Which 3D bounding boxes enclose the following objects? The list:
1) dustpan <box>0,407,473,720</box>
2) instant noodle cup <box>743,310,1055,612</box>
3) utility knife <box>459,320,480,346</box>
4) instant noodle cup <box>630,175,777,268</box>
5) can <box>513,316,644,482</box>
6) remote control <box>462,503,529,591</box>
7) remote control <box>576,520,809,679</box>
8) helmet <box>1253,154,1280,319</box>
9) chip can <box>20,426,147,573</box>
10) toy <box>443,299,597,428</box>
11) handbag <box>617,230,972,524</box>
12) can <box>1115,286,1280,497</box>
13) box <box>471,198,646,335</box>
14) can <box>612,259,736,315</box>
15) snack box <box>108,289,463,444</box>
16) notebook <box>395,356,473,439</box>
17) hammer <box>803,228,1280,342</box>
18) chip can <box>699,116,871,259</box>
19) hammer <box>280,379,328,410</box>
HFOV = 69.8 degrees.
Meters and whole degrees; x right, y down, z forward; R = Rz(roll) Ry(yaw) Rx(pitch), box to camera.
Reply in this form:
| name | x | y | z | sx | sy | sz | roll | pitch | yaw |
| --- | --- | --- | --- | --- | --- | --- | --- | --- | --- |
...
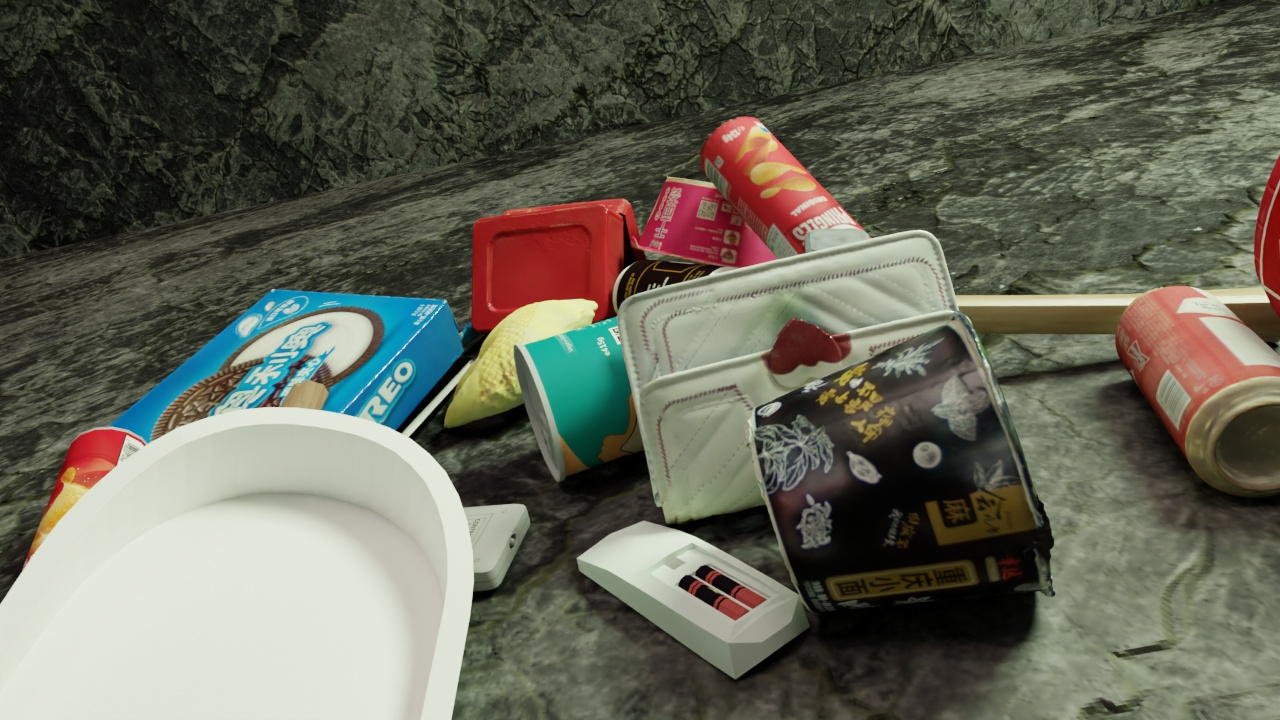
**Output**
| name | x | y | z | sx | sy | sz | roll | pitch | yaw |
| --- | --- | --- | --- | --- | --- | --- | --- | --- | --- |
| dustpan | -0.174 | 0.112 | 0.413 | 0.191 | 0.053 | 0.257 | 10 | 27 | -8 |
| instant noodle cup | 0.120 | 0.058 | 0.441 | 0.112 | 0.137 | 0.137 | -19 | 19 | 13 |
| utility knife | -0.172 | -0.036 | 0.966 | 0.015 | 0.031 | 0.224 | 26 | 25 | 7 |
| instant noodle cup | 0.086 | -0.134 | 0.920 | 0.178 | 0.078 | 0.178 | 11 | 8 | -2 |
| can | -0.006 | 0.016 | 0.649 | 0.143 | 0.099 | 0.099 | -18 | 21 | -14 |
| remote control | -0.149 | 0.121 | 0.571 | 0.151 | 0.019 | 0.074 | -6 | 21 | 13 |
| remote control | 0.023 | 0.115 | 0.480 | 0.049 | 0.024 | 0.143 | -24 | 24 | -29 |
| helmet | 0.442 | -0.064 | 0.460 | 0.270 | 0.198 | 0.225 | -26 | 32 | -32 |
| chip can | -0.325 | 0.125 | 0.524 | 0.052 | 0.052 | 0.214 | -14 | 39 | -6 |
| toy | -0.103 | -0.006 | 0.790 | 0.155 | 0.064 | 0.170 | -35 | 15 | 14 |
| handbag | 0.093 | 0.013 | 0.550 | 0.198 | 0.142 | 0.096 | -14 | -9 | -2 |
| can | 0.324 | 0.010 | 0.523 | 0.067 | 0.067 | 0.169 | -6 | 21 | 15 |
| box | -0.089 | -0.089 | 0.946 | 0.158 | 0.147 | 0.155 | -3 | 34 | 23 |
| can | 0.038 | -0.055 | 0.847 | 0.071 | 0.072 | 0.129 | -27 | 25 | -34 |
| snack box | -0.281 | 0.033 | 0.715 | 0.196 | 0.056 | 0.238 | 5 | 40 | 25 |
| notebook | -0.247 | 0.041 | 0.814 | 0.149 | 0.016 | 0.206 | -7 | 16 | 8 |
| hammer | 0.269 | -0.032 | 0.638 | 0.323 | 0.117 | 0.051 | 0 | 32 | 8 |
| chip can | 0.137 | -0.111 | 0.770 | 0.073 | 0.073 | 0.233 | -21 | 57 | -21 |
| hammer | -0.230 | 0.109 | 0.510 | 0.098 | 0.052 | 0.327 | -2 | 33 | 2 |
